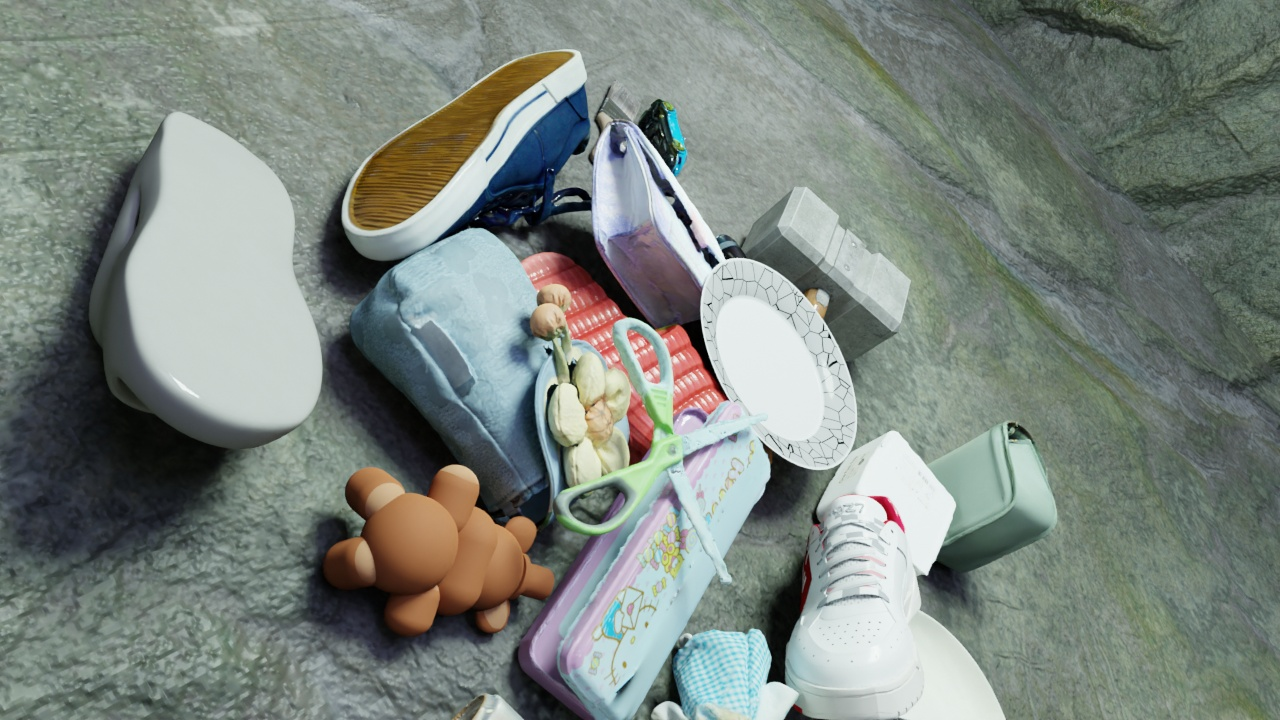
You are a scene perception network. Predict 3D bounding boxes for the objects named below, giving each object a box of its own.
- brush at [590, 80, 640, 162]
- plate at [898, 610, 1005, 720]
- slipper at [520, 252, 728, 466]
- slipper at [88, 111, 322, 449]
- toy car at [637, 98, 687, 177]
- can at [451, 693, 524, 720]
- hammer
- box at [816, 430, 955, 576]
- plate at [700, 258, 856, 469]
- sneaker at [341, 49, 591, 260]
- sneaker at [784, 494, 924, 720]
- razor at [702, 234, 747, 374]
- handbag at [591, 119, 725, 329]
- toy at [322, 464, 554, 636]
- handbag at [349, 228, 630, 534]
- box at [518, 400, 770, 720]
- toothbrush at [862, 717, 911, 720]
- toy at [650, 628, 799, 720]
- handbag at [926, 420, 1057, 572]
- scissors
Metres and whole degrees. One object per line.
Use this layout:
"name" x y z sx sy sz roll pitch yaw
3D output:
"brush" -0.027 -0.237 0.922 0.039 0.012 0.150 35 40 -17
"plate" 0.211 0.276 0.690 0.182 0.034 0.182 25 43 -27
"slipper" -0.004 0.004 0.679 0.249 0.059 0.103 47 47 10
"slipper" -0.247 -0.038 0.503 0.113 0.081 0.265 38 19 -46
"toy car" 0.024 -0.217 0.925 0.032 0.048 0.105 20 44 -36
"can" -0.047 0.233 0.465 0.135 0.054 0.054 46 38 -3
"hammer" 0.146 -0.010 0.852 0.162 0.083 0.316 39 46 -12
"box" 0.206 0.137 0.807 0.102 0.091 0.106 50 46 -4
"plate" 0.112 0.003 0.755 0.188 0.016 0.188 26 48 -33
"sneaker" -0.110 -0.133 0.708 0.293 0.121 0.127 -56 142 -47
"sneaker" 0.146 0.150 0.631 0.236 0.090 0.104 -25 106 -67
"razor" 0.070 -0.050 0.830 0.053 0.064 0.140 60 32 -49
"handbag" 0.020 -0.107 0.758 0.158 0.069 0.126 50 30 -47
"toy" -0.107 0.109 0.516 0.127 0.065 0.094 29 73 -40
"handbag" -0.079 0.005 0.578 0.192 0.119 0.121 56 40 -2
"box" 0.013 0.121 0.575 0.078 0.065 0.213 50 54 -19
"toothbrush" 0.133 0.216 0.562 0.010 0.182 0.010 -3 87 -46
"toy" 0.041 0.229 0.526 0.131 0.106 0.205 7 14 -3
"handbag" 0.310 0.126 0.842 0.067 0.122 0.106 28 42 -24
"scissors" 0.017 0.054 0.550 0.171 0.021 0.172 -20 80 -38
